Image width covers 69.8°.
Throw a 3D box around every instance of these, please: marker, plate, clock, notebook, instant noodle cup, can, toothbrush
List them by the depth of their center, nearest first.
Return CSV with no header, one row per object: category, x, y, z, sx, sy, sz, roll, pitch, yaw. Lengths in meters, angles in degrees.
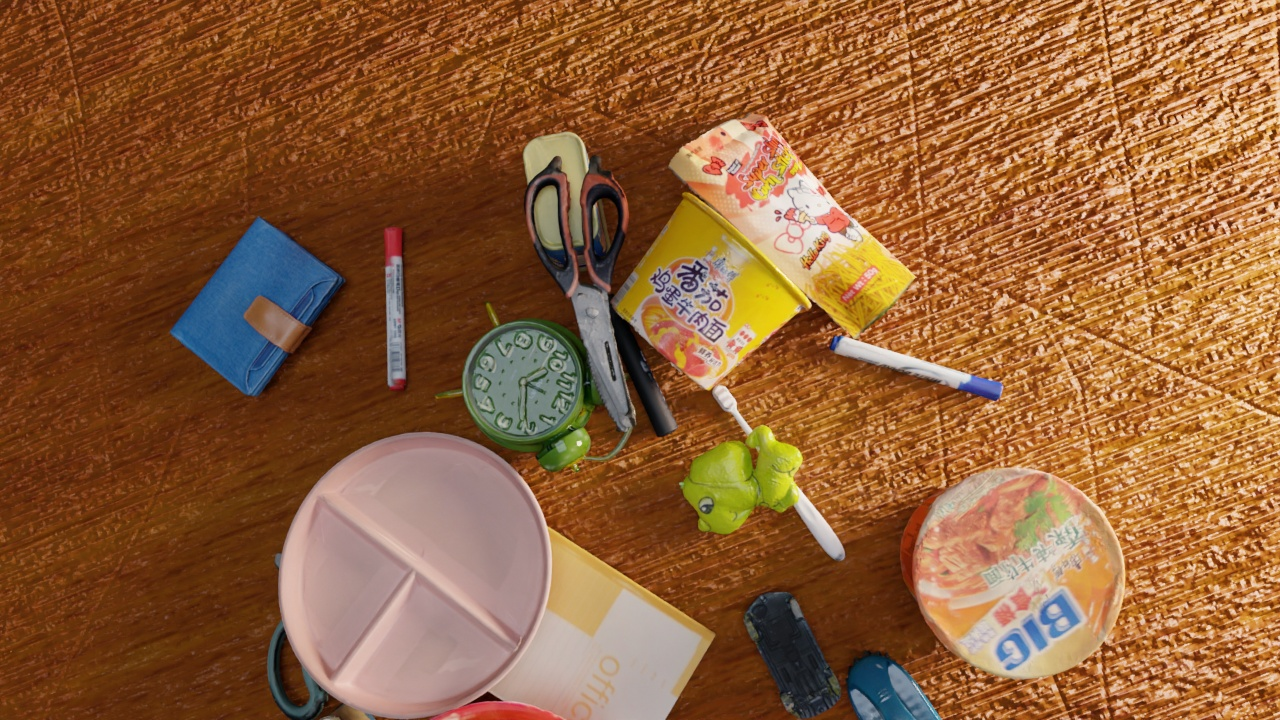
instant noodle cup,0.274,0.158,0.713,0.151,0.111,0.151,0,84,3
instant noodle cup,-0.116,0.352,0.726,0.194,0.066,0.194,0,92,-7
instant noodle cup,0.051,-0.050,0.743,0.138,0.138,0.110,42,95,6
plate,-0.184,0.174,0.759,0.229,0.028,0.229,-2,73,6
notebook,-0.061,0.237,0.775,0.206,0.010,0.146,32,87,6
clock,-0.081,0.027,0.776,0.161,0.056,0.116,27,87,5
can,-0.063,-0.133,0.777,0.057,0.083,0.102,-11,83,2
toothbrush,0.117,0.094,0.777,0.016,0.016,0.180,-36,83,1
marker,0.233,0.006,0.780,0.146,0.017,0.017,17,85,5
marker,-0.005,0.005,0.792,0.022,0.020,0.132,-28,82,17
marker,-0.217,-0.046,0.811,0.017,0.017,0.145,-3,84,3

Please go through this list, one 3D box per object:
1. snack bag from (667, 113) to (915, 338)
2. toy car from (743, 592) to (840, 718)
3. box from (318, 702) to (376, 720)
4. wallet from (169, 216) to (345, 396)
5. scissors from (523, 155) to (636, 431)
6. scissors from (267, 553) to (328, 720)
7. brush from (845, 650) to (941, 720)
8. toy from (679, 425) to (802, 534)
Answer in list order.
snack bag,0.131,-0.117,0.765,0.208,0.073,0.128,48,51,3
toy car,0.123,0.239,0.754,0.049,0.031,0.105,-26,85,-1
box,-0.282,0.372,0.750,0.184,0.063,0.090,-42,83,0
wallet,-0.337,-0.047,0.809,0.106,0.040,0.133,36,88,11
scissors,-0.026,-0.055,0.704,0.209,0.015,0.182,38,88,13
scissors,-0.244,0.226,0.778,0.175,0.019,0.170,12,81,9
brush,0.215,0.299,0.722,0.055,0.073,0.144,-34,84,4
toy,0.083,0.100,0.765,0.100,0.031,0.097,6,96,14
